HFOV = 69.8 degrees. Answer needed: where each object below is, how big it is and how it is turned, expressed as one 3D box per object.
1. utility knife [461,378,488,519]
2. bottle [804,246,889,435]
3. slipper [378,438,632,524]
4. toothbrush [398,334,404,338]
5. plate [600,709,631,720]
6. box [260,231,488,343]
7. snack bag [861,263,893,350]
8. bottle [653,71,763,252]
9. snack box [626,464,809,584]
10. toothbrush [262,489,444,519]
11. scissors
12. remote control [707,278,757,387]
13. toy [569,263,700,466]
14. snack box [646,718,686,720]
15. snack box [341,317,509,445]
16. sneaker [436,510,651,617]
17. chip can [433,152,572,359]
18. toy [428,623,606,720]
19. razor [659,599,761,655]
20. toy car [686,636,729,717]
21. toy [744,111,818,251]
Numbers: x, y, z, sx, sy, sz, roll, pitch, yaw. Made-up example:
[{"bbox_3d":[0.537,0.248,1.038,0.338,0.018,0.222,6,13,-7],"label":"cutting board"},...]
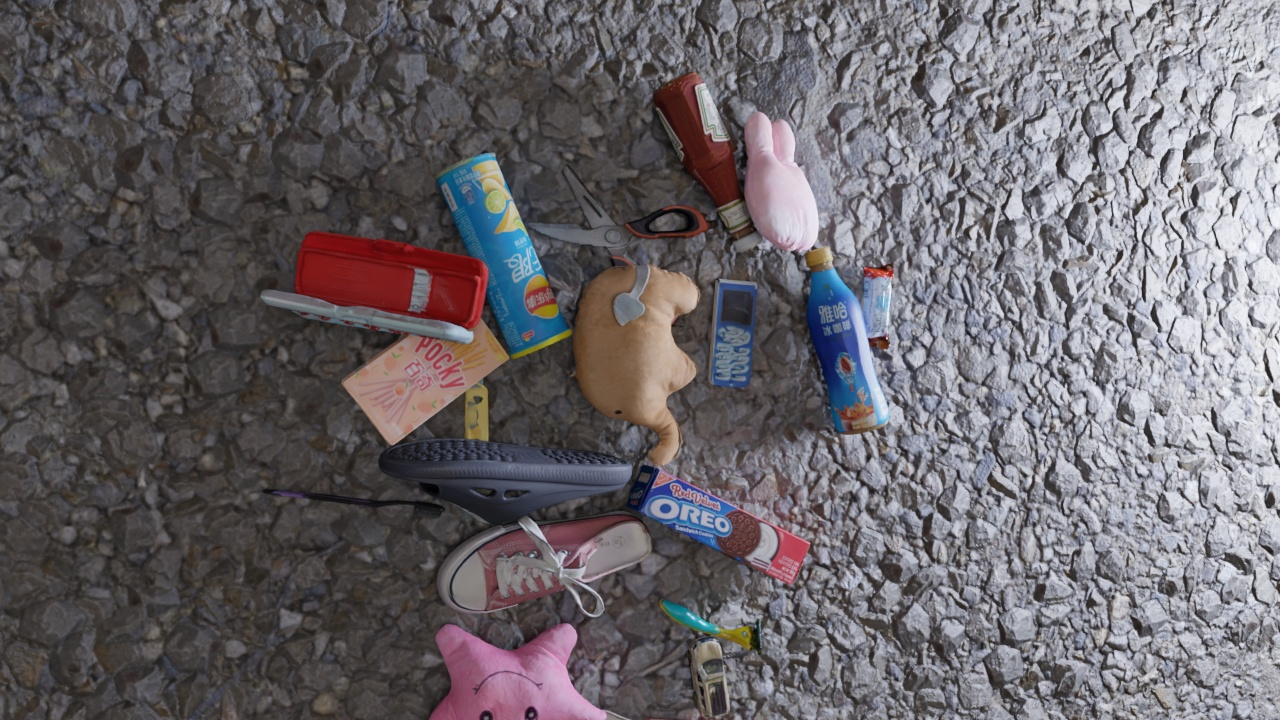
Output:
[{"bbox_3d":[-0.183,0.085,1.009,0.031,0.019,0.178,0,86,-19],"label":"utility knife"},{"bbox_3d":[0.233,-0.024,1.072,0.065,0.065,0.218,-17,94,-12],"label":"bottle"},{"bbox_3d":[-0.137,0.134,0.961,0.267,0.111,0.083,5,95,-24],"label":"slipper"},{"bbox_3d":[-0.240,-0.034,0.989,0.189,0.020,0.029,-49,139,-9],"label":"toothbrush"},{"bbox_3d":[-0.021,0.516,1.019,0.162,0.034,0.265,-29,88,1],"label":"plate"},{"bbox_3d":[-0.261,-0.077,0.915,0.201,0.100,0.094,10,90,5],"label":"box"},{"bbox_3d":[0.284,-0.065,1.103,0.045,0.026,0.105,2,92,-22],"label":"snack bag"},{"bbox_3d":[0.082,-0.221,1.039,0.059,0.060,0.206,-29,101,-11],"label":"bottle"},{"bbox_3d":[0.088,0.187,1.048,0.207,0.058,0.057,28,82,-12],"label":"snack box"},{"bbox_3d":[-0.305,0.152,0.981,0.189,0.014,0.017,8,101,-13],"label":"toothbrush"},{"bbox_3d":[-0.016,-0.128,1.040,0.225,0.015,0.189,-3,92,-12],"label":"scissors"},{"bbox_3d":[0.106,-0.032,1.064,0.049,0.024,0.125,5,91,-13],"label":"remote control"},{"bbox_3d":[-0.006,0.006,1.010,0.143,0.082,0.226,-1,107,-3],"label":"toy"},{"bbox_3d":[0.035,0.493,1.057,0.075,0.025,0.153,9,89,-12],"label":"snack box"},{"bbox_3d":[-0.226,0.009,0.972,0.157,0.026,0.084,-38,104,-13],"label":"snack box"},{"bbox_3d":[-0.098,0.218,0.990,0.240,0.088,0.118,-11,94,-13],"label":"sneaker"},{"bbox_3d":[-0.146,-0.111,0.982,0.071,0.071,0.210,-24,96,-12],"label":"chip can"},{"bbox_3d":[-0.133,0.373,0.985,0.194,0.075,0.178,2,77,-3],"label":"toy"},{"bbox_3d":[0.080,0.304,1.063,0.132,0.043,0.028,22,127,-10],"label":"razor"},{"bbox_3d":[0.081,0.366,1.061,0.042,0.035,0.090,-9,90,-15],"label":"toy car"},{"bbox_3d":[0.158,-0.201,1.044,0.121,0.054,0.159,1,78,-50],"label":"toy"}]
